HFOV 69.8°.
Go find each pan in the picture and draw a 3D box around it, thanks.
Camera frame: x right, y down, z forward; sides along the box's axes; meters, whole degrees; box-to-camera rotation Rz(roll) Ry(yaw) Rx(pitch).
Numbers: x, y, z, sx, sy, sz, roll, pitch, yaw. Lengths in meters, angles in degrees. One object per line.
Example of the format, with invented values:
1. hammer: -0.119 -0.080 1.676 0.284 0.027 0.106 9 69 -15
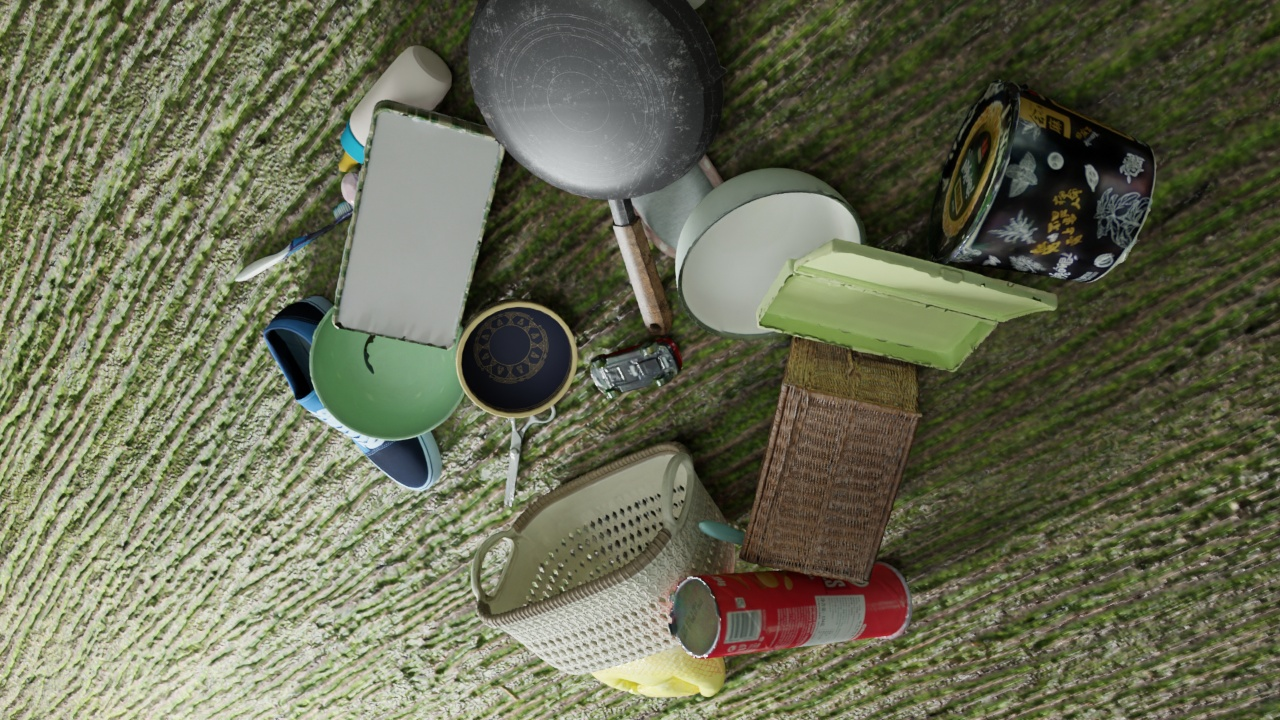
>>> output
1. pan: -0.023 -0.145 0.734 0.208 0.040 0.357 3 134 23

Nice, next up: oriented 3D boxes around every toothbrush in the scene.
1. toothbrush: -0.353 -0.120 0.934 0.189 0.016 0.017 -23 96 26
2. toothbrush: 0.118 0.177 0.862 0.180 0.016 0.017 26 137 -36

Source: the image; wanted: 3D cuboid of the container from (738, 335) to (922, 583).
1. container: 0.164 0.083 0.798 0.113 0.113 0.199 13 119 9

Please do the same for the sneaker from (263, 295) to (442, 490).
1. sneaker: -0.307 0.053 0.953 0.084 0.098 0.241 -26 105 28

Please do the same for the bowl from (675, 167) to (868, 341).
1. bowl: 0.097 -0.094 0.739 0.153 0.072 0.154 -8 138 -8

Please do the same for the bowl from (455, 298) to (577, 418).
1. bowl: -0.121 -0.008 0.874 0.112 0.061 0.112 -5 109 -15

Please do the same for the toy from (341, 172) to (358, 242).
1. toy: -0.250 -0.127 0.876 0.063 0.047 0.110 8 116 6

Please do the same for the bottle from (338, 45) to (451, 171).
1. bottle: -0.228 -0.217 0.822 0.146 0.051 0.051 -37 99 30

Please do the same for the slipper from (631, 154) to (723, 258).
1. slipper: -0.025 -0.193 0.762 0.114 0.054 0.274 -38 100 30

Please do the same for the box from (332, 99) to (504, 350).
1. box: -0.197 -0.115 0.808 0.117 0.050 0.206 10 113 -18

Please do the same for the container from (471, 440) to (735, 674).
1. container: -0.029 0.196 0.888 0.247 0.184 0.143 -27 114 29

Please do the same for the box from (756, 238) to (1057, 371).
1. box: 0.199 -0.046 0.707 0.187 0.043 0.141 11 157 -13

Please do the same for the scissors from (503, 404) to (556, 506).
1. scissors: -0.137 0.079 0.957 0.095 0.014 0.171 35 118 -2

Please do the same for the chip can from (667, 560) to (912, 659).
1. chip can: 0.137 0.221 0.816 0.232 0.073 0.073 6 128 -34

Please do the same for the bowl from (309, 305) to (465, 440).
1. bowl: -0.243 -0.002 0.904 0.150 0.077 0.151 -2 98 -12

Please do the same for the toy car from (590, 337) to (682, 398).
1. toy car: -0.005 0.005 0.862 0.091 0.036 0.042 -18 108 25

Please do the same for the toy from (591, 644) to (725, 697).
1. toy: 0.006 0.319 0.999 0.171 0.064 0.155 -8 125 29

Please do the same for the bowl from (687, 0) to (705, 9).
1. bowl: 0.008 -0.298 0.672 0.116 0.116 0.066 9 138 14

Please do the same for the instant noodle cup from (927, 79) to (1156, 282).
1. instant noodle cup: 0.285 -0.121 0.654 0.112 0.137 0.137 15 119 -1
